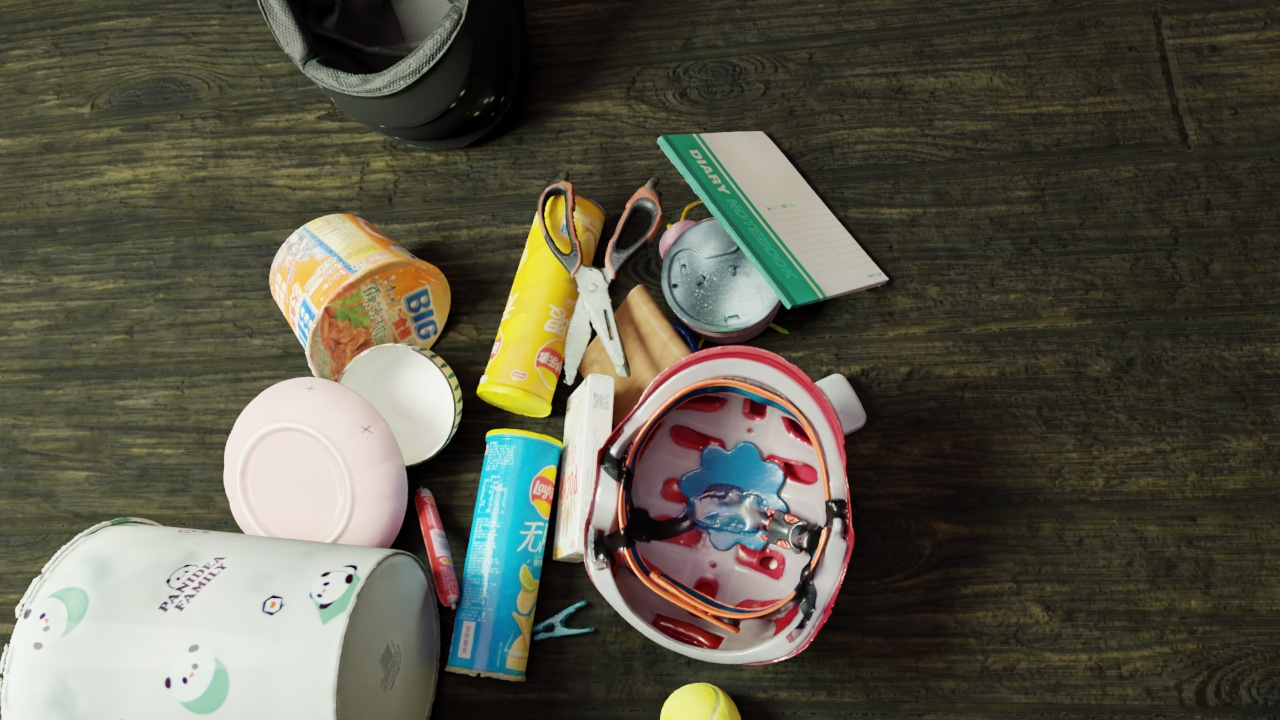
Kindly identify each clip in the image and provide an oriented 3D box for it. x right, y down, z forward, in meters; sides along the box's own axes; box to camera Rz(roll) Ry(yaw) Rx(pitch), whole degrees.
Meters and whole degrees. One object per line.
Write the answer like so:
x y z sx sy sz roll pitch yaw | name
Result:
-0.070 0.234 0.813 0.055 0.013 0.037 -17 68 2 | clip

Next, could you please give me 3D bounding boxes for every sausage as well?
-0.183 0.165 0.824 0.020 0.020 0.155 -31 40 -2 | sausage

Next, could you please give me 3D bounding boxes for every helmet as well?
0.071 0.115 0.753 0.207 0.144 0.240 14 85 13 | helmet
-0.232 -0.354 0.935 0.234 0.230 0.274 -11 61 13 | helmet

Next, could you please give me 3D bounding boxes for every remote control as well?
0.134 0.061 0.832 0.136 0.020 0.056 -25 68 1 | remote control

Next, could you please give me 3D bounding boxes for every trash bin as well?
-0.313 0.244 0.737 0.252 0.230 0.229 -1 71 10 | trash bin

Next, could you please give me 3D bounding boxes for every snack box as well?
-0.050 0.098 0.819 0.027 0.085 0.156 10 70 -16 | snack box

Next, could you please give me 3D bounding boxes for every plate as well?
-0.307 0.113 0.841 0.193 0.039 0.192 2 98 17 | plate

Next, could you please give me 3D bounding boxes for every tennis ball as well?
0.049 0.295 0.742 0.065 0.065 0.065 -3 70 9 | tennis ball

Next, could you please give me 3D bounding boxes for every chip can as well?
-0.119 0.171 0.814 0.071 0.071 0.210 4 72 11 | chip can
-0.092 -0.055 0.888 0.072 0.072 0.213 11 72 14 | chip can

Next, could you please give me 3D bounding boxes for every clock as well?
0.078 -0.089 0.875 0.117 0.060 0.158 -12 71 7 | clock

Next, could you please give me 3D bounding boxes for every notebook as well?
0.124 -0.139 0.858 0.150 0.012 0.209 -16 62 -41 | notebook

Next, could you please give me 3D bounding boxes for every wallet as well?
-0.005 0.005 0.848 0.116 0.020 0.101 -49 64 30 | wallet

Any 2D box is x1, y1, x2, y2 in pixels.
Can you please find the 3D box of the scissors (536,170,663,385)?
-0.040 -0.087 0.839 0.189 0.015 0.223 35 76 20 | scissors

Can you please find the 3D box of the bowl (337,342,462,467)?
-0.222 0.038 0.871 0.116 0.066 0.116 1 99 6 | bowl

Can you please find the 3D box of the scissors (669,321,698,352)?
0.067 0.018 0.828 0.170 0.012 0.144 -10 95 33 | scissors

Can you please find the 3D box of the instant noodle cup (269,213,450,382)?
-0.278 -0.063 0.890 0.151 0.151 0.111 -44 61 -7 | instant noodle cup
